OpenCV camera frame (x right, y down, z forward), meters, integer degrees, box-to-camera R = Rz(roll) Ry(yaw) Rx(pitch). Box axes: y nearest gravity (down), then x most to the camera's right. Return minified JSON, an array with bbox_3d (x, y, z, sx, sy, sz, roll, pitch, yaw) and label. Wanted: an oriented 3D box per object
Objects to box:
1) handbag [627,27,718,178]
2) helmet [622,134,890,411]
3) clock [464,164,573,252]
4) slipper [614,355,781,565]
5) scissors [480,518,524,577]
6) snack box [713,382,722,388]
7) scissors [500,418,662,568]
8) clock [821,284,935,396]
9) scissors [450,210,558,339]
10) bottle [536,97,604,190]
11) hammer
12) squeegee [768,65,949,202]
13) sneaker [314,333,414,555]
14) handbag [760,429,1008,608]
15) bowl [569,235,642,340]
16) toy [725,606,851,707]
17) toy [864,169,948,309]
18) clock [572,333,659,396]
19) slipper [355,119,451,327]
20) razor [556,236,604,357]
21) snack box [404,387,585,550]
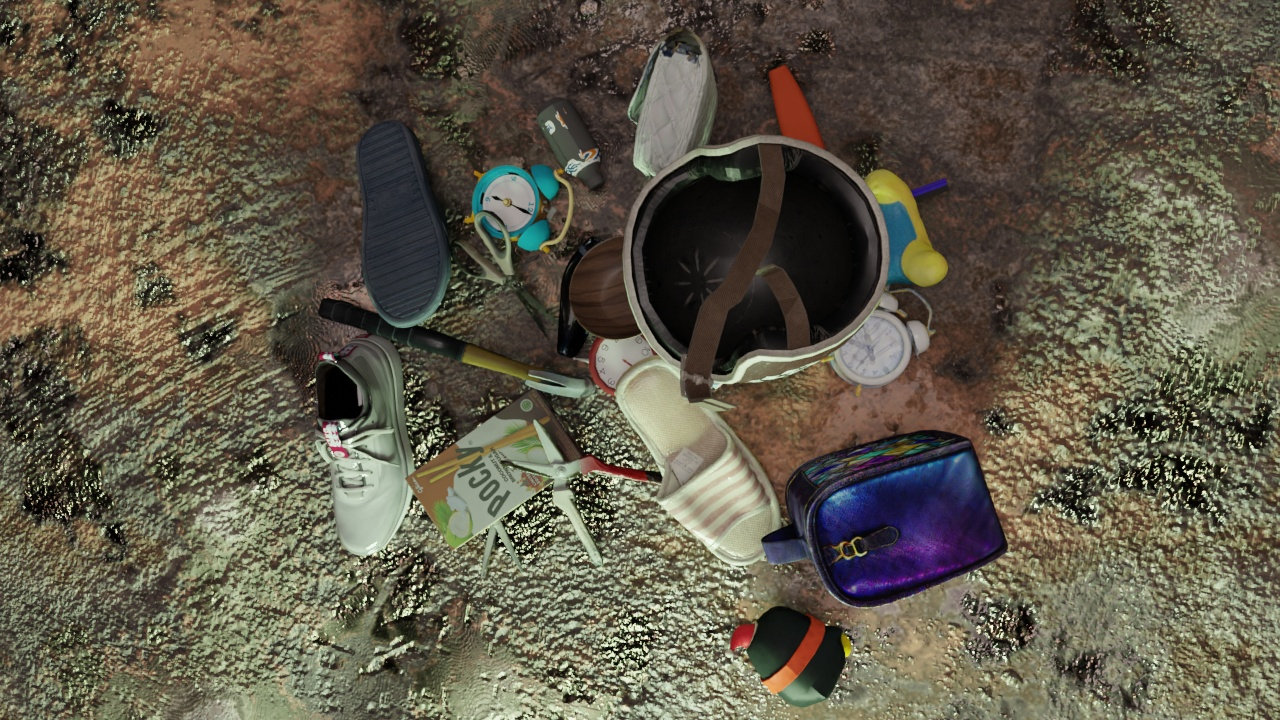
[{"bbox_3d":[0.035,-0.254,0.951,0.072,0.194,0.139,16,96,5],"label":"handbag"},{"bbox_3d":[0.099,-0.081,0.825,0.233,0.254,0.233,-7,88,-21],"label":"helmet"},{"bbox_3d":[-0.139,-0.179,1.061,0.130,0.043,0.099,12,94,16],"label":"clock"},{"bbox_3d":[0.063,0.116,1.010,0.115,0.052,0.263,-33,98,6],"label":"slipper"},{"bbox_3d":[-0.185,0.176,1.095,0.165,0.014,0.141,33,94,7],"label":"scissors"},{"bbox_3d":[0.079,-0.030,1.002,0.093,0.094,0.079,43,97,6],"label":"snack box"},{"bbox_3d":[-0.063,0.155,1.049,0.199,0.015,0.179,4,105,-9],"label":"scissors"},{"bbox_3d":[0.260,-0.025,0.995,0.089,0.052,0.125,44,95,6],"label":"clock"},{"bbox_3d":[-0.153,-0.103,1.061,0.163,0.012,0.154,22,126,20],"label":"scissors"},{"bbox_3d":[-0.076,-0.245,1.044,0.047,0.047,0.112,-32,86,9],"label":"bottle"},{"bbox_3d":[-0.220,-0.016,1.054,0.333,0.117,0.025,17,92,14],"label":"hammer"},{"bbox_3d":[0.180,-0.228,0.997,0.250,0.055,0.185,-19,104,18],"label":"squeegee"},{"bbox_3d":[-0.330,0.103,1.059,0.097,0.128,0.263,1,94,10],"label":"sneaker"},{"bbox_3d":[0.231,0.159,0.932,0.222,0.205,0.125,-19,89,3],"label":"handbag"},{"bbox_3d":[-0.016,-0.075,0.993,0.119,0.032,0.119,-5,73,16],"label":"bowl"},{"bbox_3d":[0.162,0.315,0.997,0.119,0.099,0.097,40,100,5],"label":"toy"},{"bbox_3d":[0.201,-0.099,0.964,0.214,0.084,0.148,-27,66,24],"label":"toy"},{"bbox_3d":[-0.006,0.006,1.043,0.124,0.044,0.087,34,97,8],"label":"clock"},{"bbox_3d":[-0.267,-0.155,1.069,0.101,0.082,0.263,-18,70,10],"label":"slipper"},{"bbox_3d":[-0.060,-0.070,1.045,0.064,0.053,0.140,16,96,15],"label":"razor"},{"bbox_3d":[-0.168,0.126,1.070,0.186,0.031,0.101,-35,86,3],"label":"snack box"}]
